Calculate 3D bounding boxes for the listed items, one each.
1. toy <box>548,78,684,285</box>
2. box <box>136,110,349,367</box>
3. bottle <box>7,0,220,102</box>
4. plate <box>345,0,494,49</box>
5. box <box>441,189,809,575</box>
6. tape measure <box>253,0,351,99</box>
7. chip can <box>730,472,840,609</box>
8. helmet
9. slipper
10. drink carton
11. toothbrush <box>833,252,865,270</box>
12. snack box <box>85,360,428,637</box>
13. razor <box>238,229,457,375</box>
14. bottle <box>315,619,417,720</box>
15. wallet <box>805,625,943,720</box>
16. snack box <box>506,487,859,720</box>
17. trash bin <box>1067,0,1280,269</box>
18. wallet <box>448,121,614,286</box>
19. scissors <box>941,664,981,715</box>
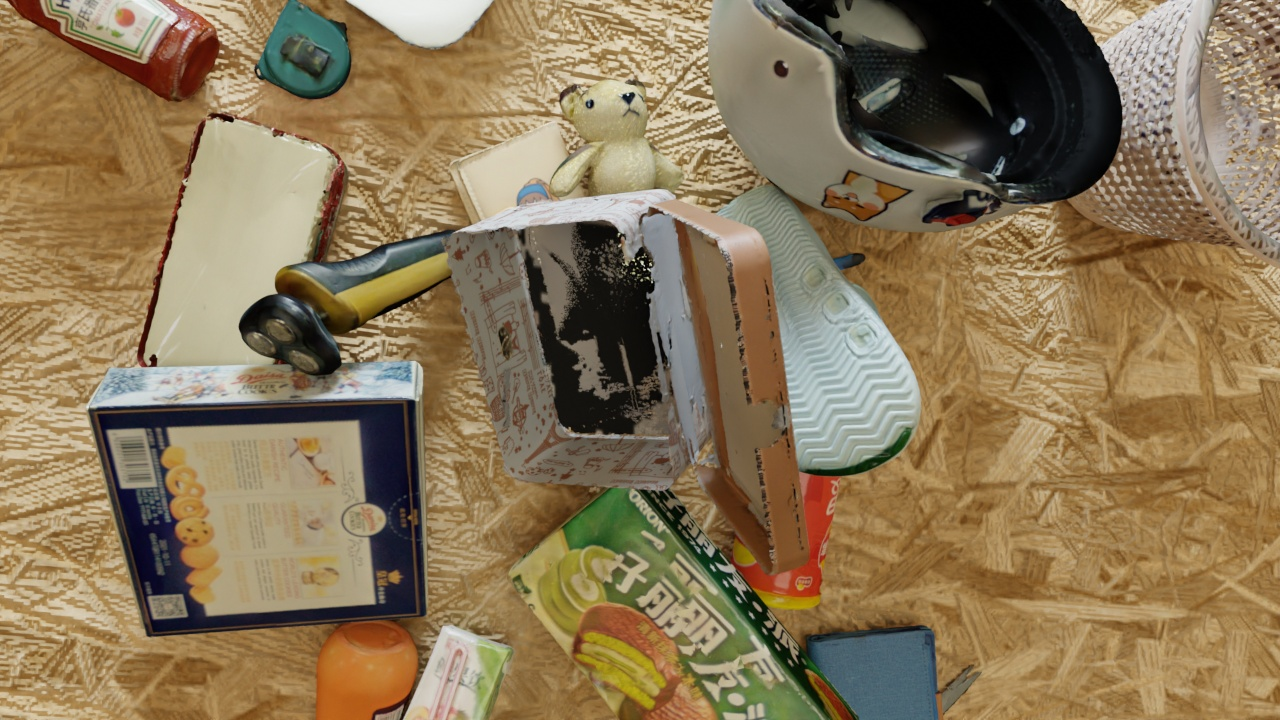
[{"bbox_3d":[-0.007,-0.117,0.623,0.105,0.066,0.157,-13,84,-25],"label":"toy"},{"bbox_3d":[-0.248,-0.063,0.580,0.091,0.079,0.168,16,93,-12],"label":"box"},{"bbox_3d":[-0.361,-0.233,0.550,0.206,0.060,0.060,30,89,-13],"label":"bottle"},{"bbox_3d":[-0.151,-0.302,0.599,0.164,0.034,0.163,36,88,-12],"label":"plate"},{"bbox_3d":[0.003,-0.002,0.537,0.126,0.274,0.179,-25,113,-33],"label":"box"},{"bbox_3d":[-0.218,-0.200,0.600,0.054,0.025,0.058,26,90,-12],"label":"tape measure"},{"bbox_3d":[0.115,0.066,0.670,0.073,0.073,0.216,10,92,-12],"label":"chip can"},{"bbox_3d":[0.157,-0.180,0.606,0.274,0.157,0.229,18,63,-21],"label":"helmet"},{"bbox_3d":[0.102,-0.021,0.596,0.104,0.245,0.074,-37,133,19],"label":"slipper"},{"bbox_3d":[-0.134,0.248,0.629,0.053,0.045,0.122,20,75,6],"label":"drink carton"},{"bbox_3d":[0.083,-0.052,0.680,0.189,0.016,0.014,-16,103,-10],"label":"toothbrush"},{"bbox_3d":[-0.229,0.090,0.582,0.182,0.045,0.178,-1,120,-12],"label":"snack box"},{"bbox_3d":[-0.166,-0.043,0.576,0.167,0.062,0.067,-34,98,-46],"label":"razor"},{"bbox_3d":[-0.196,0.256,0.632,0.066,0.066,0.149,10,101,-12],"label":"bottle"},{"bbox_3d":[0.184,0.277,0.715,0.106,0.040,0.133,-4,88,-5],"label":"wallet"},{"bbox_3d":[0.030,0.196,0.625,0.115,0.063,0.240,-40,85,14],"label":"snack box"},{"bbox_3d":[0.406,-0.171,0.642,0.227,0.192,0.227,-1,95,-11],"label":"trash bin"},{"bbox_3d":[-0.077,-0.097,0.640,0.087,0.024,0.115,-24,101,-6],"label":"wallet"},{"bbox_3d":[0.204,0.305,0.740,0.135,0.014,0.175,15,92,-14],"label":"scissors"}]
